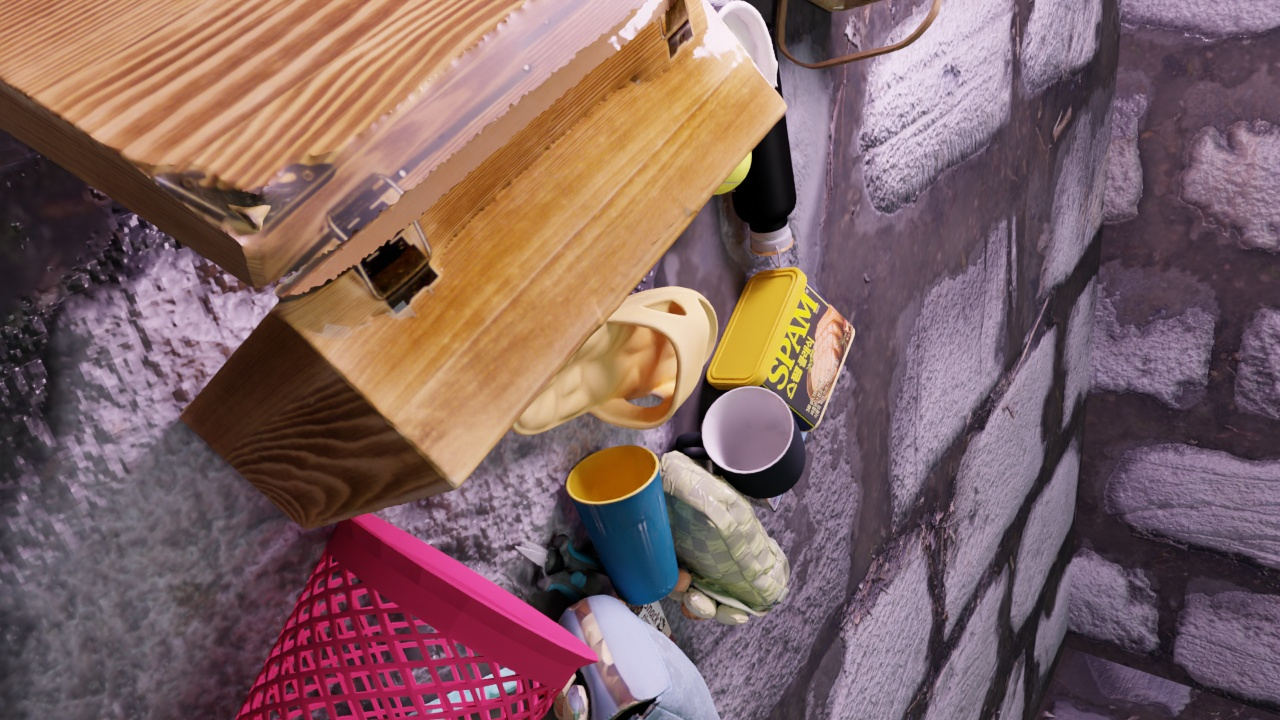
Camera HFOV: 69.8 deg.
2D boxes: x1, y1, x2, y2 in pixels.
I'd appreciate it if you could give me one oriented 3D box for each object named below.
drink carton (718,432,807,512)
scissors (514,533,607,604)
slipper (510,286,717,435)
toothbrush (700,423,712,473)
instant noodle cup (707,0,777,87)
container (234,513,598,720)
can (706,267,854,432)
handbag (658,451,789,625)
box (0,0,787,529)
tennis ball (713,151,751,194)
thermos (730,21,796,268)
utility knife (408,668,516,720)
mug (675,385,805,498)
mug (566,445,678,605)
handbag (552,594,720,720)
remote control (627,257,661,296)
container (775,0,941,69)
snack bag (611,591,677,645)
[{"bbox_3d":[0.135,0.088,0.974,0.129,0.064,0.040,-64,151,-18],"label":"drink carton"},{"bbox_3d":[-0.062,0.182,0.769,0.127,0.019,0.140,-30,123,-48],"label":"scissors"},{"bbox_3d":[-0.004,0.004,0.735,0.262,0.078,0.100,-16,125,-47],"label":"slipper"},{"bbox_3d":[0.074,0.144,0.950,0.018,0.016,0.181,-31,123,-53],"label":"toothbrush"},{"bbox_3d":[0.031,-0.216,0.701,0.137,0.112,0.137,-19,114,-49],"label":"instant noodle cup"},{"bbox_3d":[-0.160,0.226,0.532,0.225,0.183,0.183,-59,141,-13],"label":"container"},{"bbox_3d":[0.145,-0.008,0.924,0.104,0.075,0.135,37,68,-32],"label":"can"},{"bbox_3d":[0.057,0.179,0.864,0.116,0.113,0.186,-50,133,-22],"label":"handbag"},{"bbox_3d":[-0.136,-0.131,0.430,0.315,0.283,0.278,50,56,-15],"label":"box"},{"bbox_3d":[0.063,-0.177,0.797,0.065,0.065,0.065,-20,115,-50],"label":"tennis ball"},{"bbox_3d":[0.110,-0.191,0.861,0.061,0.061,0.231,-44,133,-38],"label":"thermos"},{"bbox_3d":[-0.149,0.258,0.676,0.179,0.016,0.022,-2,100,-55],"label":"utility knife"},{"bbox_3d":[0.092,0.082,0.868,0.094,0.122,0.085,54,38,-59],"label":"mug"},{"bbox_3d":[-0.009,0.143,0.775,0.077,0.078,0.121,-42,128,-40],"label":"mug"},{"bbox_3d":[-0.015,0.287,0.791,0.118,0.121,0.192,-35,142,2],"label":"handbag"},{"bbox_3d":[0.004,-0.090,0.784,0.032,0.015,0.136,26,81,-54],"label":"remote control"},{"bbox_3d":[0.195,-0.372,0.848,0.249,0.158,0.186,-6,94,-53],"label":"container"},{"bbox_3d":[0.005,0.255,0.883,0.056,0.013,0.158,-52,140,-34],"label":"snack bag"}]
